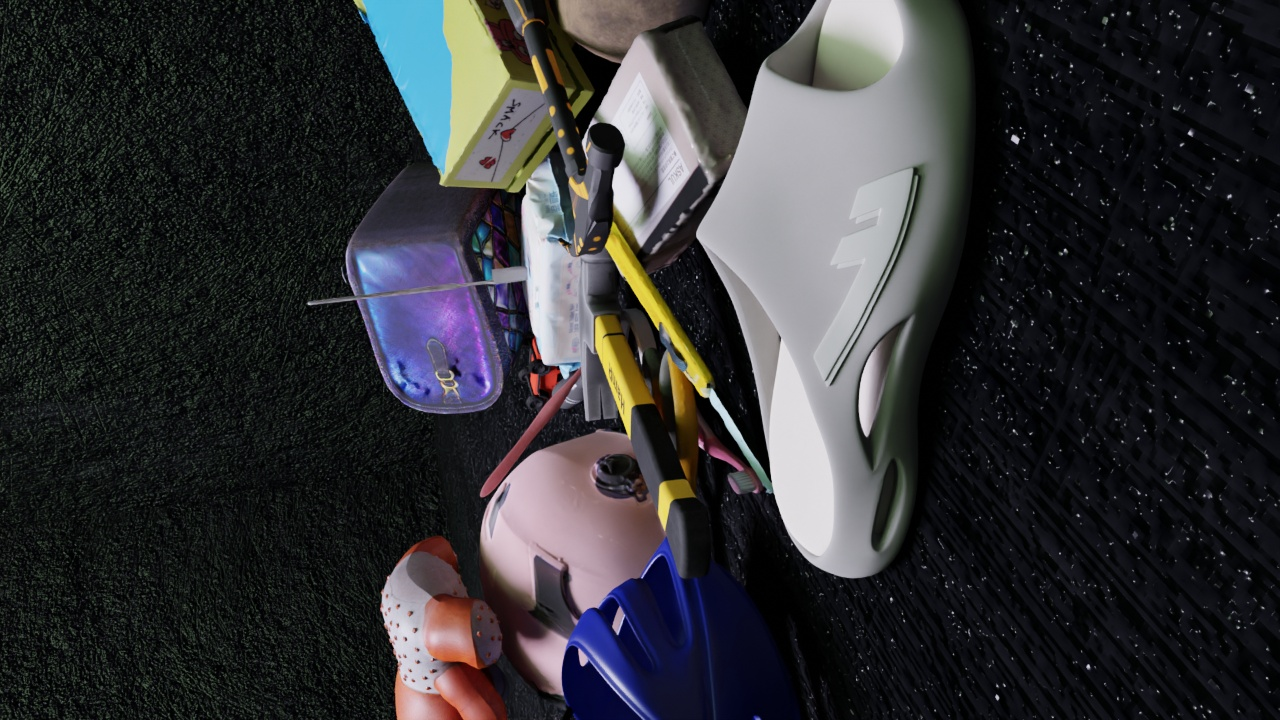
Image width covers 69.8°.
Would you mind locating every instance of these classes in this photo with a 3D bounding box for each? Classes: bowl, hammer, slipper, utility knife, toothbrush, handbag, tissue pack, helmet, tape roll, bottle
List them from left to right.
[{"bbox_3d":[-0.181,-0.063,0.760,0.010,0.181,0.010,-133,40,-55],"label":"toothbrush"},{"bbox_3d":[-0.173,-0.069,0.908,0.204,0.126,0.222,-75,-22,-50],"label":"handbag"},{"bbox_3d":[-0.069,-0.210,0.585,0.123,0.036,0.320,112,144,-60],"label":"hammer"},{"bbox_3d":[-0.079,0.043,0.790,0.015,0.184,0.016,39,169,-5],"label":"toothbrush"},{"bbox_3d":[-0.069,-0.081,0.822,0.182,0.070,0.112,100,158,-47],"label":"tissue pack"},{"bbox_3d":[-0.065,0.027,0.922,0.113,0.030,0.030,146,116,-71],"label":"bottle"},{"bbox_3d":[-0.047,0.177,0.747,0.255,0.152,0.230,-130,39,-51],"label":"helmet"},{"bbox_3d":[-0.015,-0.264,0.561,0.162,0.070,0.162,172,90,-73],"label":"bowl"},{"bbox_3d":[-0.013,0.228,0.504,0.148,0.227,0.241,-32,67,61],"label":"helmet"},{"bbox_3d":[-0.005,0.031,0.626,0.324,0.034,0.170,-114,22,-59],"label":"hammer"},{"bbox_3d":[-0.004,0.004,0.744,0.093,0.013,0.093,171,90,-73],"label":"tape roll"},{"bbox_3d":[0.016,-0.126,0.556,0.104,0.071,0.182,64,164,6],"label":"tissue pack"},{"bbox_3d":[0.024,-0.011,0.558,0.218,0.019,0.030,55,170,18],"label":"utility knife"},{"bbox_3d":[0.045,0.051,0.597,0.135,0.016,0.022,-130,34,-60],"label":"toothbrush"},{"bbox_3d":[0.067,-0.024,0.383,0.113,0.080,0.266,-122,29,-61],"label":"slipper"}]

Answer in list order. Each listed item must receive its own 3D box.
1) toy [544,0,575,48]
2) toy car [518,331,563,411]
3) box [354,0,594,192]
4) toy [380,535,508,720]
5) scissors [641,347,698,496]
[{"bbox_3d":[-0.102,-0.341,0.795,0.193,0.087,0.135,-124,34,-57],"label":"toy"},{"bbox_3d":[-0.106,0.008,1.015,0.100,0.048,0.051,101,155,-47],"label":"toy car"},{"bbox_3d":[-0.138,-0.254,0.713,0.125,0.081,0.221,-46,62,39],"label":"box"},{"bbox_3d":[-0.150,0.240,0.725,0.164,0.092,0.172,29,123,56],"label":"toy"},{"bbox_3d":[0.025,0.097,0.637,0.134,0.016,0.228,-144,48,-75],"label":"scissors"}]
